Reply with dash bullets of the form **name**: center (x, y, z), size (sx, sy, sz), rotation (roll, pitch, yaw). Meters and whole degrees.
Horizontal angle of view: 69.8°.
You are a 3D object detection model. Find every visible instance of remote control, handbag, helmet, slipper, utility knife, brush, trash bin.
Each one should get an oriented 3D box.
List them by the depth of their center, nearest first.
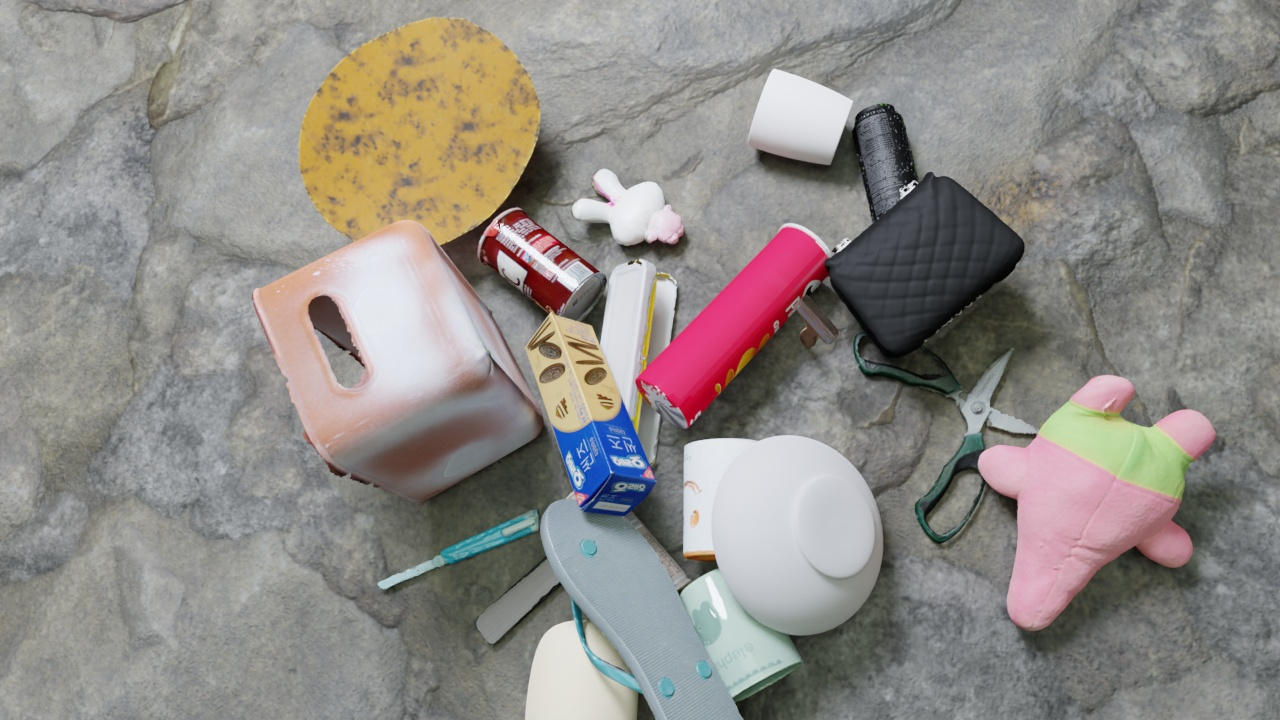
- **slipper**: center (0.000, 0.236, 0.794), size (0.098, 0.055, 0.268), rotation (-18, 63, -41)
- **trash bin**: center (-0.205, 0.007, 0.843), size (0.157, 0.260, 0.181), rotation (-28, 72, -1)
- **brush**: center (0.159, -0.028, 0.854), size (0.008, 0.143, 0.045), rotation (-40, 81, -2)
- **handbag**: center (0.260, -0.090, 0.869), size (0.154, 0.114, 0.125), rotation (-41, 80, 10)
- **remote control**: center (-0.103, 0.222, 0.897), size (0.136, 0.013, 0.033), rotation (-42, 72, -2)
- **utility knife**: center (-0.183, 0.189, 0.917), size (0.176, 0.015, 0.022), rotation (-21, 72, 2)
- **helmet**: center (-0.237, -0.228, 0.977), size (0.255, 0.131, 0.205), rotation (-46, 104, -11)

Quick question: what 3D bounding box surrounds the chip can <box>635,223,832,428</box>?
- **chip can**: center (0.092, -0.034, 0.885), size (0.069, 0.069, 0.220), rotation (40, 74, 16)

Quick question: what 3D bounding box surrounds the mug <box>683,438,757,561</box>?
- **mug**: center (0.081, 0.132, 0.856), size (0.082, 0.082, 0.105), rotation (-2, 74, 8)

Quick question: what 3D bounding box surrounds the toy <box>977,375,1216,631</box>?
- **toy**: center (0.390, 0.132, 0.807), size (0.192, 0.096, 0.237), rotation (28, 95, 12)

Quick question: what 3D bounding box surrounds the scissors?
- **scissors**: center (0.277, 0.056, 0.881), size (0.203, 0.015, 0.201), rotation (29, 81, 16)

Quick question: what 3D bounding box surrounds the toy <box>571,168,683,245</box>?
- **toy**: center (-0.010, -0.157, 0.972), size (0.123, 0.038, 0.079), rotation (27, 68, 15)

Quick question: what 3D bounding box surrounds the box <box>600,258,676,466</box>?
- **box**: center (-0.012, 0.004, 0.925), size (0.067, 0.070, 0.210), rotation (-1, 74, 29)

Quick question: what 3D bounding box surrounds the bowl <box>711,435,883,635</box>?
- **bowl**: center (0.152, 0.148, 0.802), size (0.176, 0.066, 0.176), rotation (9, 71, -28)

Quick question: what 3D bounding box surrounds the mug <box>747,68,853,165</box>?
- **mug**: center (0.171, -0.258, 0.957), size (0.088, 0.081, 0.114), rotation (20, 48, 7)

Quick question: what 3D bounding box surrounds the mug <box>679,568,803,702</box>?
- **mug**: center (0.075, 0.253, 0.832), size (0.111, 0.084, 0.104), rotation (-43, 62, 26)

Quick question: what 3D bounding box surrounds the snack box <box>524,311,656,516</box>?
- **snack box**: center (-0.051, 0.047, 0.868), size (0.057, 0.056, 0.206), rotation (-49, 45, 27)

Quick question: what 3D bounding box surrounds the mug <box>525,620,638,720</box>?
- **mug**: center (-0.058, 0.290, 0.835), size (0.120, 0.096, 0.099), rotation (-25, 52, 45)

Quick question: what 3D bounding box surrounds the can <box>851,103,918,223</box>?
- **can**: center (0.252, -0.189, 0.930), size (0.054, 0.054, 0.137), rotation (-10, 74, 6)

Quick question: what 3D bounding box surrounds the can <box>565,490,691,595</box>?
- **can**: center (-0.016, 0.176, 0.874), size (0.054, 0.054, 0.135), rotation (-42, 73, -4)

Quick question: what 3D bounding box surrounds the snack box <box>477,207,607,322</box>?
- **snack box**: center (-0.102, -0.096, 0.953), size (0.121, 0.072, 0.072), rotation (38, 84, 15)
